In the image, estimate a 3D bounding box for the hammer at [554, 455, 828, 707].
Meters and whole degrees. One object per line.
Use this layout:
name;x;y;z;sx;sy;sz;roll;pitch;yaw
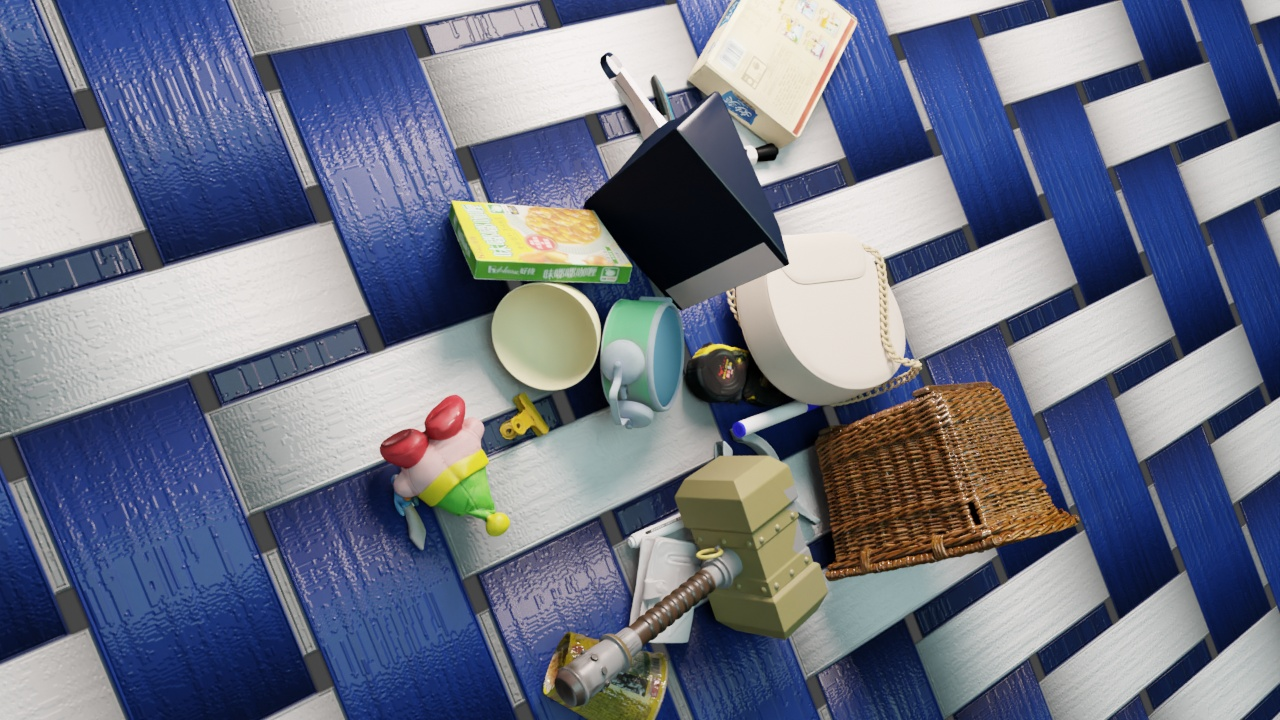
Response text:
hammer;0.042;0.248;0.942;0.323;0.101;0.190;-27;104;-40

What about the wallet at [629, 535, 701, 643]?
wallet;0.033;0.255;1.022;0.086;0.032;0.116;10;83;-35

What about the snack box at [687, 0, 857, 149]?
snack box;0.172;-0.399;1.177;0.153;0.055;0.207;33;70;-16

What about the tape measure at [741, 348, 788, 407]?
tape measure;0.153;0.026;1.115;0.062;0.038;0.067;22;73;-21

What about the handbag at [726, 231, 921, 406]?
handbag;0.223;-0.056;1.103;0.210;0.104;0.208;-9;75;-35

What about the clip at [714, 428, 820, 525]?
clip;0.136;0.164;1.095;0.107;0.028;0.163;-42;99;-23

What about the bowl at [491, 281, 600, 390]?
bowl;-0.091;-0.036;0.989;0.118;0.118;0.073;55;24;-8

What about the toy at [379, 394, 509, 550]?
toy;-0.194;0.120;0.921;0.124;0.097;0.131;-37;117;-18

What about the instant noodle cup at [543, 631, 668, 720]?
instant noodle cup;-0.039;0.337;0.959;0.108;0.102;0.102;25;73;-10

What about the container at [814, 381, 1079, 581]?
container;0.332;0.139;1.068;0.162;0.251;0.183;-3;73;-35

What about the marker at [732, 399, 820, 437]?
marker;0.167;0.065;1.112;0.141;0.020;0.020;-16;89;-37

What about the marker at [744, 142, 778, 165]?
marker;0.120;-0.253;1.149;0.125;0.025;0.025;-16;89;-25

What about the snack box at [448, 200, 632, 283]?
snack box;-0.108;-0.127;0.980;0.167;0.132;0.027;-1;126;-24

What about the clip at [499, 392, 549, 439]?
clip;-0.126;0.066;0.989;0.046;0.035;0.053;-37;99;-32

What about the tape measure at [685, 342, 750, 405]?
tape measure;0.091;0.015;1.088;0.072;0.042;0.071;19;76;-25

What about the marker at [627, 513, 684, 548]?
marker;0.043;0.184;1.055;0.133;0.017;0.020;-19;54;-25

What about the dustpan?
dustpan;0.030;-0.201;0.984;0.273;0.237;0.080;47;66;-11

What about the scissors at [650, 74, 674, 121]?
scissors;0.023;-0.283;1.108;0.149;0.019;0.122;31;62;-17

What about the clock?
clock;-0.006;0.006;0.990;0.161;0.075;0.122;-63;150;-50
